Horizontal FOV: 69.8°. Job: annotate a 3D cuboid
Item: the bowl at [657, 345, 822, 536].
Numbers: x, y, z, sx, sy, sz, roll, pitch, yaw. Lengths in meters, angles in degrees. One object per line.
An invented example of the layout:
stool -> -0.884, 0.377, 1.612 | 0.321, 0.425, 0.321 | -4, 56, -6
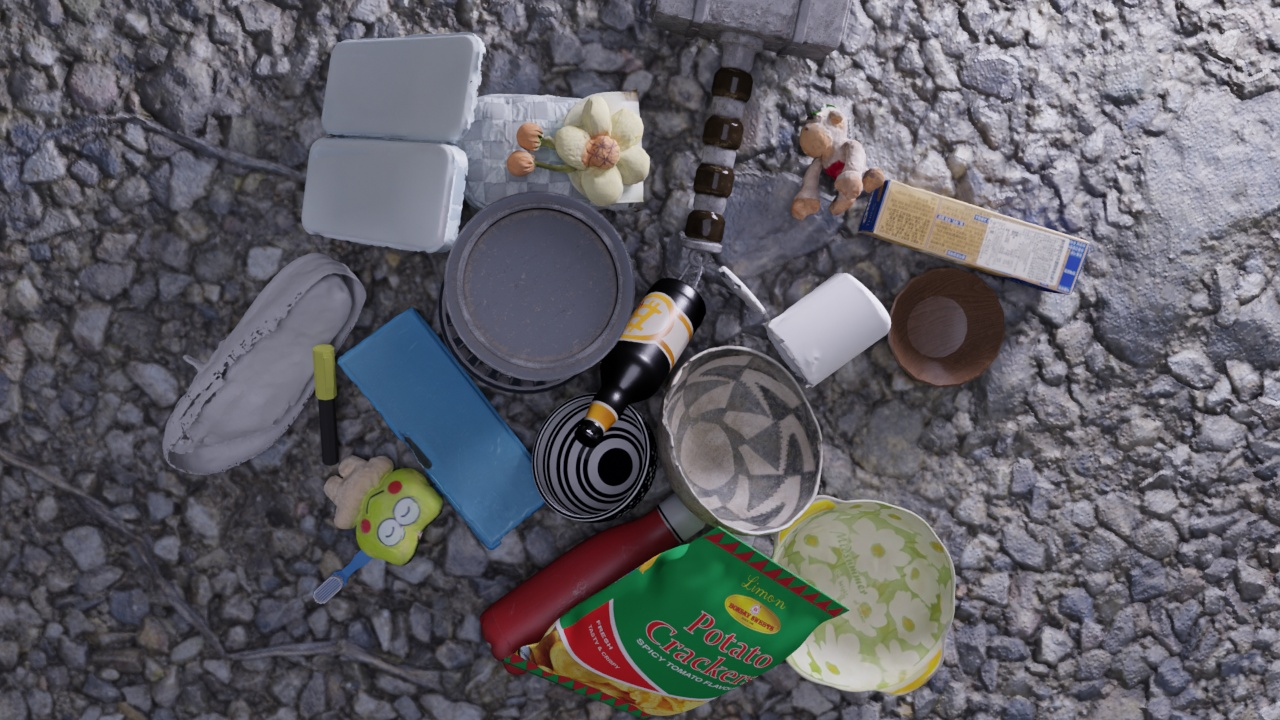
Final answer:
bowl -> 0.081, 0.080, 0.865 | 0.178, 0.081, 0.178 | 10, 69, -28

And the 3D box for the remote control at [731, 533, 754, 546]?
remote control -> 0.083, 0.220, 0.922 | 0.033, 0.012, 0.131 | 17, 94, -7

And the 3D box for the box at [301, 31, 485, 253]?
box -> -0.222, -0.193, 0.805 | 0.209, 0.037, 0.189 | 15, 99, 36

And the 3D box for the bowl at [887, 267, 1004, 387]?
bowl -> 0.296, -0.033, 0.904 | 0.118, 0.030, 0.118 | 0, 95, -3

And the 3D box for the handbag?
handbag -> -0.081, -0.186, 0.825 | 0.171, 0.123, 0.112 | -4, 101, -9

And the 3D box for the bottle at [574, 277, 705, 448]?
bottle -> -0.005, 0.005, 0.834 | 0.059, 0.059, 0.181 | 37, 59, -5

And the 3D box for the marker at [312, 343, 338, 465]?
marker -> -0.294, 0.044, 0.862 | 0.017, 0.021, 0.124 | -14, 123, -34

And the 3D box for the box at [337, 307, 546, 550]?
box -> -0.184, 0.066, 0.887 | 0.093, 0.052, 0.231 | -40, 96, -16

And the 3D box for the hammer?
hammer -> 0.080, -0.221, 0.860 | 0.177, 0.079, 0.326 | 10, 99, -4

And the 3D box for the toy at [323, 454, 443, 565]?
toy -> -0.249, 0.137, 0.877 | 0.115, 0.046, 0.092 | 32, 86, 12

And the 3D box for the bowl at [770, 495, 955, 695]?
bowl -> 0.209, 0.224, 0.906 | 0.188, 0.060, 0.219 | -36, 96, 0

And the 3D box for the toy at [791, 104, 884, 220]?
toy -> 0.183, -0.193, 0.863 | 0.074, 0.085, 0.106 | -8, 85, -24

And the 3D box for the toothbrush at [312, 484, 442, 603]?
toothbrush -> -0.257, 0.180, 0.900 | 0.166, 0.014, 0.016 | -42, 96, 0

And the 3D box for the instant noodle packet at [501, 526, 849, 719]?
instant noodle packet -> 0.033, 0.249, 0.830 | 0.253, 0.090, 0.195 | -36, 128, 23

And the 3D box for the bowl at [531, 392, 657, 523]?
bowl -> -0.035, 0.097, 0.873 | 0.120, 0.066, 0.120 | -7, 71, 22

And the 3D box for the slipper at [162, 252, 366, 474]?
slipper -> -0.355, 0.003, 0.852 | 0.112, 0.074, 0.247 | 36, 94, -36

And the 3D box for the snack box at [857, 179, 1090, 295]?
snack box -> 0.320, -0.119, 0.887 | 0.206, 0.057, 0.056 | 17, 97, -5

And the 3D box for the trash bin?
trash bin -> -0.091, -0.052, 0.771 | 0.164, 0.227, 0.164 | 0, 89, -10

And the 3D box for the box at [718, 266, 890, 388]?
box -> 0.157, -0.059, 0.872 | 0.106, 0.080, 0.150 | -38, 99, 1

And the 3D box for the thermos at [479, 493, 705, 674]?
thermos -> -0.040, 0.207, 0.884 | 0.240, 0.073, 0.073 | -35, 96, 0
